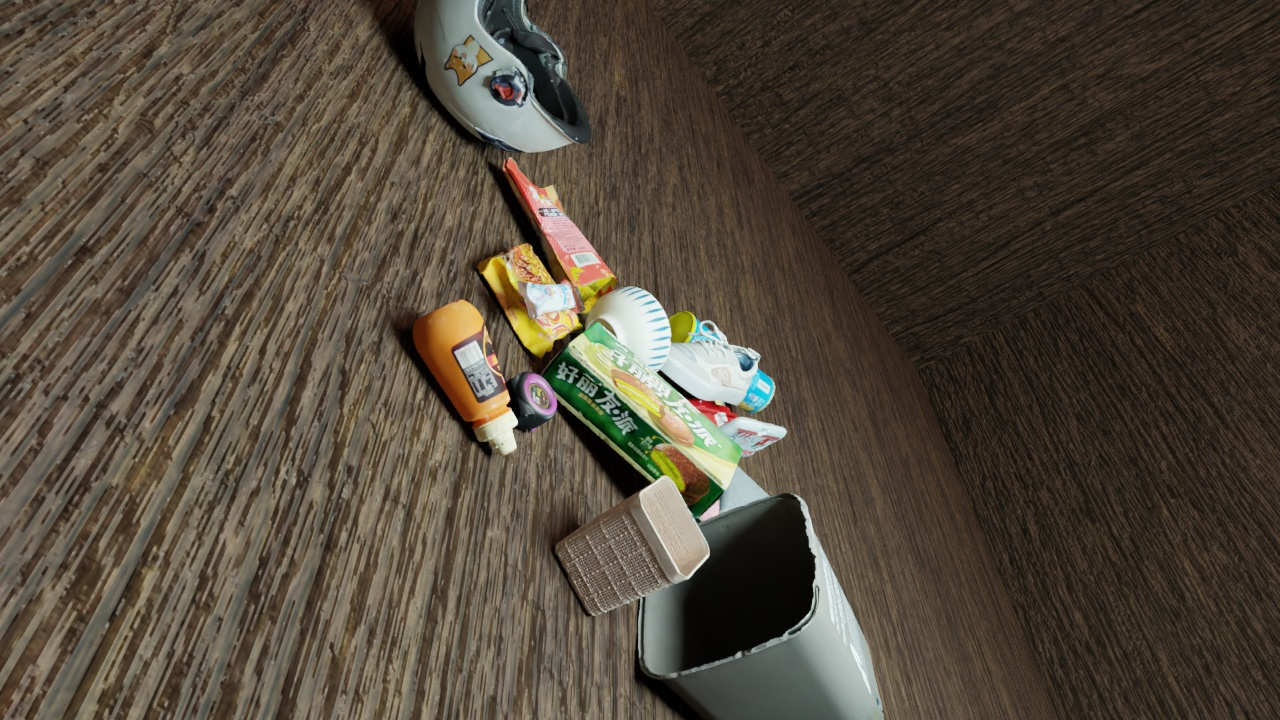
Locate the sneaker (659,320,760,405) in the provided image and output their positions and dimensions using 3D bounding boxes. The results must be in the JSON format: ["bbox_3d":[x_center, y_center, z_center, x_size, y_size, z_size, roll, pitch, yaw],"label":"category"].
[{"bbox_3d":[0.101,0.001,1.293,0.089,0.091,0.242,41,12,31],"label":"sneaker"}]

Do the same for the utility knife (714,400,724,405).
[{"bbox_3d":[0.116,0.048,1.481,0.182,0.019,0.031,61,16,18],"label":"utility knife"}]

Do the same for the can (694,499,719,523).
[{"bbox_3d":[0.056,0.184,1.086,0.066,0.067,0.093,57,22,-6],"label":"can"}]

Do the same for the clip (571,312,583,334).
[{"bbox_3d":[-0.091,-0.056,1.141,0.058,0.026,0.037,51,29,-35],"label":"clip"}]

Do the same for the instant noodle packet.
[{"bbox_3d":[-0.125,-0.072,1.062,0.128,0.044,0.110,58,25,-4],"label":"instant noodle packet"}]

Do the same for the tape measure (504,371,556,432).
[{"bbox_3d":[-0.116,0.042,0.934,0.057,0.039,0.057,10,52,-57],"label":"tape measure"}]

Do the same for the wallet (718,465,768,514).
[{"bbox_3d":[0.150,0.213,1.300,0.106,0.037,0.129,43,23,-12],"label":"wallet"}]

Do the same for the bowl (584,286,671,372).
[{"bbox_3d":[-0.026,-0.030,1.138,0.066,0.117,0.116,-18,77,-48],"label":"bowl"}]

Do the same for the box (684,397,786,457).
[{"bbox_3d":[0.128,0.086,1.335,0.200,0.100,0.094,16,48,-62],"label":"box"}]

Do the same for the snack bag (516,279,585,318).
[{"bbox_3d":[-0.101,-0.070,1.022,0.105,0.026,0.045,-12,84,-59],"label":"snack bag"}]

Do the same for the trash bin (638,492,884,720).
[{"bbox_3d":[0.137,0.296,0.963,0.220,0.199,0.198,55,21,-26],"label":"trash bin"}]

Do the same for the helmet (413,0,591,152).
[{"bbox_3d":[-0.190,-0.375,1.164,0.274,0.157,0.229,63,17,-20],"label":"helmet"}]

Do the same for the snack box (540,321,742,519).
[{"bbox_3d":[0.003,0.065,1.051,0.240,0.063,0.114,41,22,1],"label":"snack box"}]

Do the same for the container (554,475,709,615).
[{"bbox_3d":[-0.010,0.181,0.881,0.090,0.111,0.089,61,21,4],"label":"container"}]

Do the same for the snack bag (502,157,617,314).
[{"bbox_3d":[-0.107,-0.166,1.205,0.207,0.073,0.128,60,16,18],"label":"snack bag"}]

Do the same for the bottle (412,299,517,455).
[{"bbox_3d":[-0.155,0.020,0.853,0.149,0.067,0.066,64,21,-6],"label":"bottle"}]

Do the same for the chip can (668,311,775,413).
[{"bbox_3d":[0.122,0.006,1.438,0.210,0.071,0.071,36,31,-35],"label":"chip can"}]
